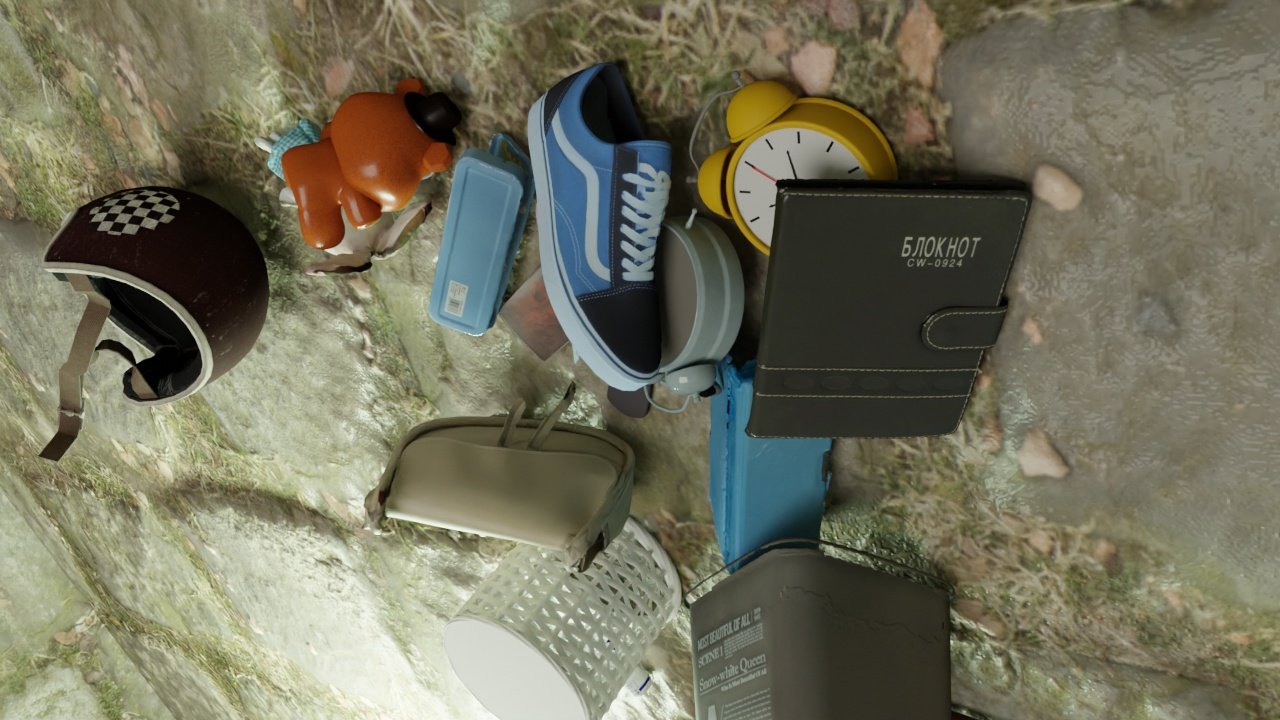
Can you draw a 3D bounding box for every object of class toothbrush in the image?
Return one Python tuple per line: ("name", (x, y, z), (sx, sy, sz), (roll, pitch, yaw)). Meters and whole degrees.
("toothbrush", (0.012, 0.006, 0.784), (0.167, 0.013, 0.013), (22, 126, 53))

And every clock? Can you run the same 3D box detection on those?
("clock", (0.024, -0.038, 0.717), (0.123, 0.045, 0.159), (15, 105, 52))
("clock", (0.104, -0.127, 0.636), (0.152, 0.051, 0.114), (32, 136, 6))

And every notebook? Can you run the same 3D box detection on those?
("notebook", (0.165, -0.027, 0.634), (0.169, 0.029, 0.209), (1, 130, -1))

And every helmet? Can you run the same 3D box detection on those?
("helmet", (-0.536, -0.062, 1.005), (0.234, 0.252, 0.234), (-1, 131, 8))

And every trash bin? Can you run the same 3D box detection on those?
("trash bin", (0.148, 0.298, 0.759), (0.197, 0.219, 0.198), (20, 141, -20))

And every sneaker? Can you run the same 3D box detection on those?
("sneaker", (-0.017, -0.103, 0.662), (0.098, 0.083, 0.241), (-24, 75, 44))

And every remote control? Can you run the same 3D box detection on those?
("remote control", (-0.005, 0.005, 0.846), (0.046, 0.009, 0.125), (27, 134, 17))

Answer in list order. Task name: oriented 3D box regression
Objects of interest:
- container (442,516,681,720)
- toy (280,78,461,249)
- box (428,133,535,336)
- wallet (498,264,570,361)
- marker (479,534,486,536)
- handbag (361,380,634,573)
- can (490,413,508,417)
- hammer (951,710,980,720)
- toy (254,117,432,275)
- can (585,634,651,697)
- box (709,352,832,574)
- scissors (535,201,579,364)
("container", (-0.081, 0.277, 0.983), (0.189, 0.186, 0.190), (20, 132, 23))
("toy", (-0.234, -0.175, 0.790), (0.176, 0.096, 0.112), (-30, 69, 22))
("box", (-0.139, -0.112, 0.835), (0.069, 0.063, 0.211), (23, 137, -3))
("wallet", (-0.079, -0.051, 0.849), (0.072, 0.019, 0.123), (48, 137, -5))
("marker", (-0.192, 0.157, 1.096), (0.017, 0.017, 0.146), (21, 132, 22))
("handbag", (-0.119, 0.103, 0.852), (0.229, 0.183, 0.132), (10, 111, 0))
("can", (-0.152, 0.114, 0.996), (0.068, 0.067, 0.105), (29, 135, 15))
("hammer", (0.360, 0.355, 0.837), (0.301, 0.028, 0.111), (9, 128, 31))
("toy", (-0.302, -0.151, 0.889), (0.205, 0.130, 0.106), (45, 159, 16))
("can", (-0.028, 0.372, 1.130), (0.095, 0.032, 0.032), (45, 137, -2))
("box", (0.101, 0.069, 0.796), (0.110, 0.094, 0.232), (-122, 22, -49))
("scissors", (-0.030, -0.066, 0.784), (0.108, 0.016, 0.179), (1, 114, 21))
